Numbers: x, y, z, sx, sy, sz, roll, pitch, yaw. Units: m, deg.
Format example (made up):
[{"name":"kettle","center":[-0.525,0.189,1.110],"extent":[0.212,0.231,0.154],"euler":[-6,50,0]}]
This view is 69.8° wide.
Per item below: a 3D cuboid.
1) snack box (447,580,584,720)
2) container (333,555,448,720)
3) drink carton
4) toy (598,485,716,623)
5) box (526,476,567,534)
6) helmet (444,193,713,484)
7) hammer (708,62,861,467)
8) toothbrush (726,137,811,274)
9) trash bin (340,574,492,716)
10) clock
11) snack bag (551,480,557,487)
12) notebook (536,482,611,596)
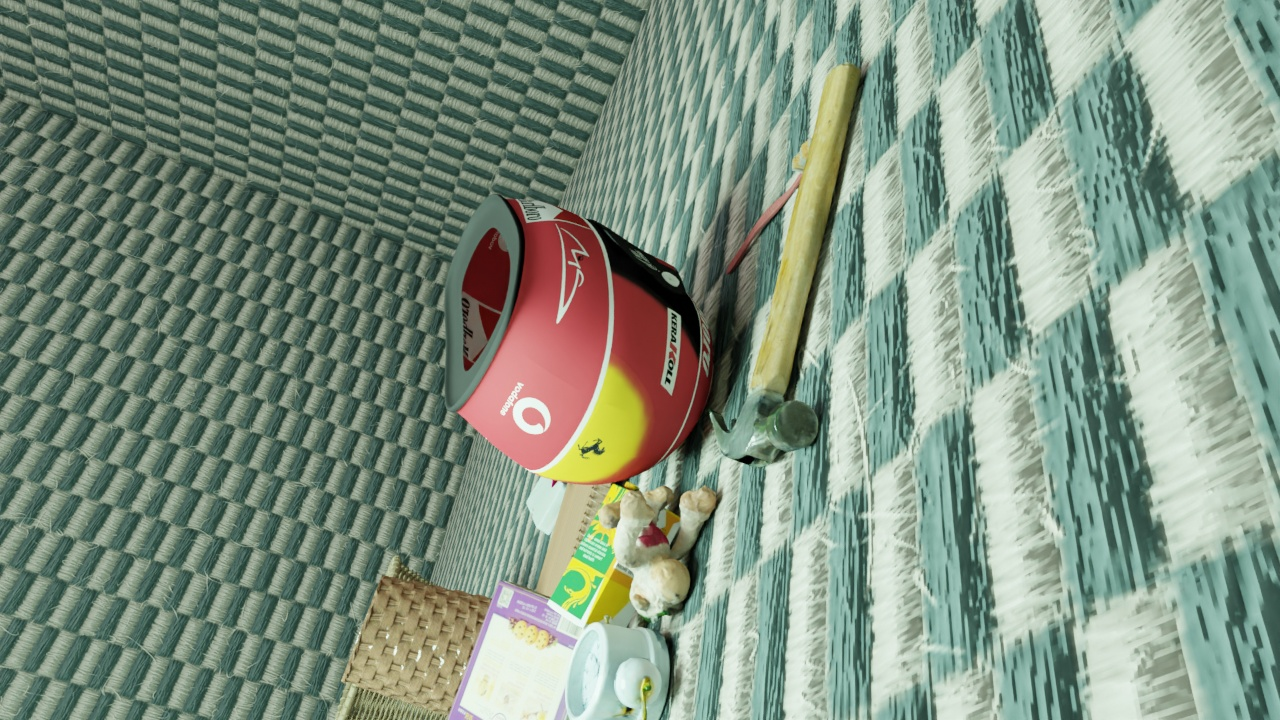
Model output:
[{"name":"snack box","center":[-0.097,0.288,0.824],"extent":[0.144,0.040,0.147],"euler":[7,72,45]},{"name":"container","center":[-0.261,0.389,1.179],"extent":[0.227,0.196,0.227],"euler":[-161,91,-78]},{"name":"drink carton","center":[-0.020,0.165,0.765],"extent":[0.058,0.041,0.122],"euler":[12,70,55]},{"name":"toy","center":[0.008,0.148,0.695],"extent":[0.074,0.085,0.106],"euler":[-3,86,45]},{"name":"box","center":[-0.113,0.183,1.215],"extent":[0.199,0.070,0.085],"euler":[177,94,-78]},{"name":"helmet","center":[-0.048,-0.013,0.819],"extent":[0.198,0.224,0.270],"euler":[-55,30,29]},{"name":"hammer","center":[0.118,-0.079,0.680],"extent":[0.132,0.033,0.329],"euler":[138,151,-67]},{"name":"toothbrush","center":[0.113,-0.131,0.817],"extent":[0.185,0.015,0.015],"euler":[124,156,-53]},{"name":"trash bin","center":[-0.209,0.325,1.025],"extent":[0.151,0.210,0.151],"euler":[-160,91,-79]},{"name":"clock","center":[-0.014,0.242,0.674],"extent":[0.083,0.057,0.117],"euler":[-68,19,9]},{"name":"snack bag","center":[-0.088,0.048,1.087],"extent":[0.070,0.016,0.196],"euler":[-39,-43,-81]},{"name":"notebook","center":[-0.071,0.180,1.033],"extent":[0.169,0.022,0.210],"euler":[-175,101,-77]}]
